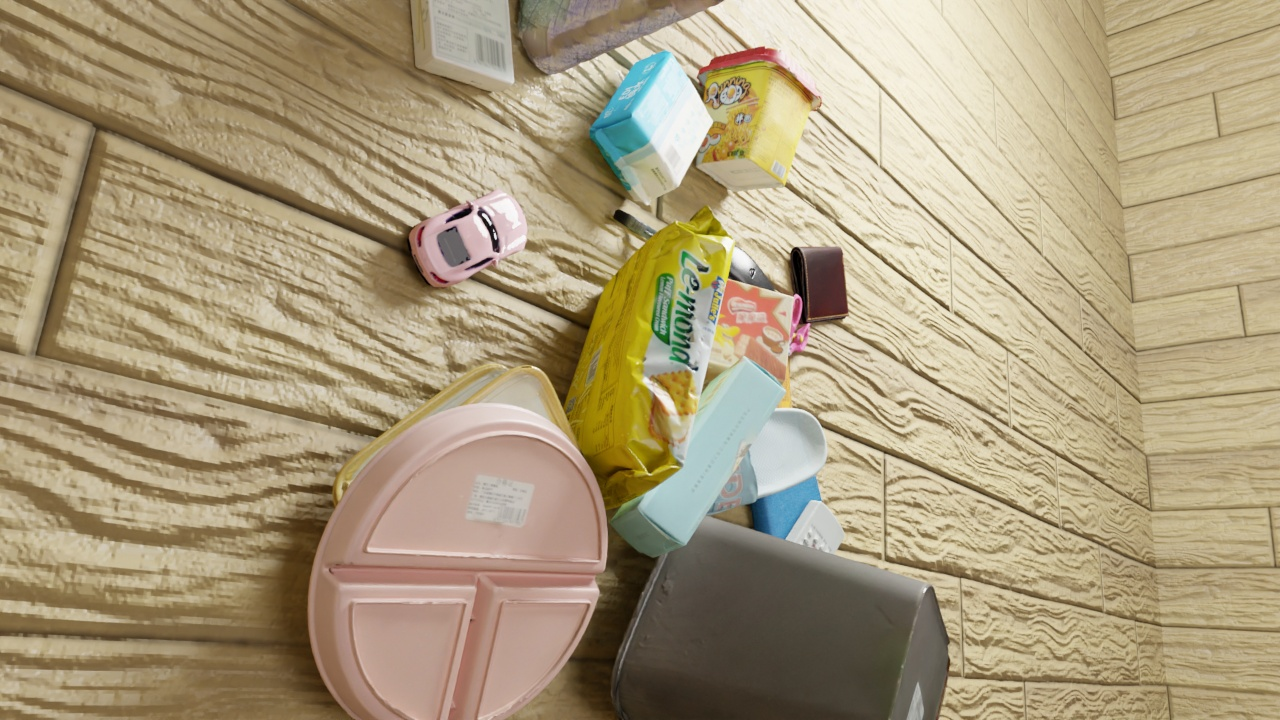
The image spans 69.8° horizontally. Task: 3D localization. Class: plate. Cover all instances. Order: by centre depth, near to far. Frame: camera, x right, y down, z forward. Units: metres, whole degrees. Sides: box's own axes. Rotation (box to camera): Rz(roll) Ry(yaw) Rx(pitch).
[{"bbox_3d":[-0.106,0.143,0.610,0.229,0.028,0.229,-9,103,-43],"label":"plate"}]

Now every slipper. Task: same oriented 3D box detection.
[{"bbox_3d":[0.090,0.091,0.872,0.244,0.074,0.104,-5,80,-32],"label":"slipper"}]

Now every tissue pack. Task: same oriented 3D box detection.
[{"bbox_3d":[0.009,-0.227,0.890,0.090,0.063,0.139,51,49,-32],"label":"tissue pack"}]

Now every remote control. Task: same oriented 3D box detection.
[{"bbox_3d":[0.166,0.219,0.967,0.058,0.021,0.149,52,58,-21],"label":"remote control"},{"bbox_3d":[0.132,-0.076,1.033,0.136,0.024,0.053,51,48,-31],"label":"remote control"}]

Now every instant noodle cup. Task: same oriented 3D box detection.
[{"bbox_3d":[0.121,-0.258,1.002,0.116,0.116,0.123,22,77,-45],"label":"instant noodle cup"}]

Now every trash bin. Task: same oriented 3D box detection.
[{"bbox_3d":[0.126,0.259,0.770,0.198,0.220,0.199,-62,142,-30],"label":"trash bin"}]

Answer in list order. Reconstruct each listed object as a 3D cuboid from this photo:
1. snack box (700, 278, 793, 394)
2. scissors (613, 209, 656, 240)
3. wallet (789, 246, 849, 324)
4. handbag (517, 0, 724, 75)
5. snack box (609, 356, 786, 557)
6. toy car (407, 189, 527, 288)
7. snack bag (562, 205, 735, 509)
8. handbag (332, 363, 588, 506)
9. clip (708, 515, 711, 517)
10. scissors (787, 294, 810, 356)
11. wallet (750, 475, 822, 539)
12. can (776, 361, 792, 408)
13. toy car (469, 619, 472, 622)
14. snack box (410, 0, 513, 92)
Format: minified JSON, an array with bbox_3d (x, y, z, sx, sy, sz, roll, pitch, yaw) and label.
[{"bbox_3d":[0.089,-0.019,0.899,0.092,0.077,0.094,14,66,-9],"label":"snack box"},{"bbox_3d":[0.042,-0.107,0.900,0.173,0.159,0.014,28,97,-12],"label":"scissors"},{"bbox_3d":[0.230,-0.097,1.160,0.122,0.020,0.096,-9,94,-52],"label":"wallet"},{"bbox_3d":[-0.011,-0.335,0.786,0.075,0.194,0.134,28,62,-46],"label":"handbag"},{"bbox_3d":[0.049,0.081,0.773,0.051,0.074,0.174,39,64,-2],"label":"snack box"},{"bbox_3d":[-0.130,-0.098,0.719,0.122,0.037,0.056,-39,113,-48],"label":"toy car"},{"bbox_3d":[-0.005,0.004,0.761,0.068,0.158,0.245,25,60,-17],"label":"snack bag"},{"bbox_3d":[-0.111,0.108,0.656,0.163,0.063,0.179,-41,120,-30],"label":"handbag"},{"bbox_3d":[0.058,0.144,0.900,0.029,0.024,0.056,8,81,-48],"label":"clip"},{"bbox_3d":[0.168,-0.019,1.059,0.135,0.017,0.105,-47,137,-44],"label":"scissors"},{"bbox_3d":[0.165,0.188,1.006,0.106,0.040,0.133,-11,92,-42],"label":"wallet"},{"bbox_3d":[0.132,0.038,0.983,0.058,0.058,0.146,5,78,-49],"label":"can"},{"bbox_3d":[-0.127,0.228,0.652,0.042,0.035,0.090,24,73,-42],"label":"toy car"},{"bbox_3d":[-0.147,-0.306,0.749,0.084,0.027,0.156,1,81,-49],"label":"snack box"}]
